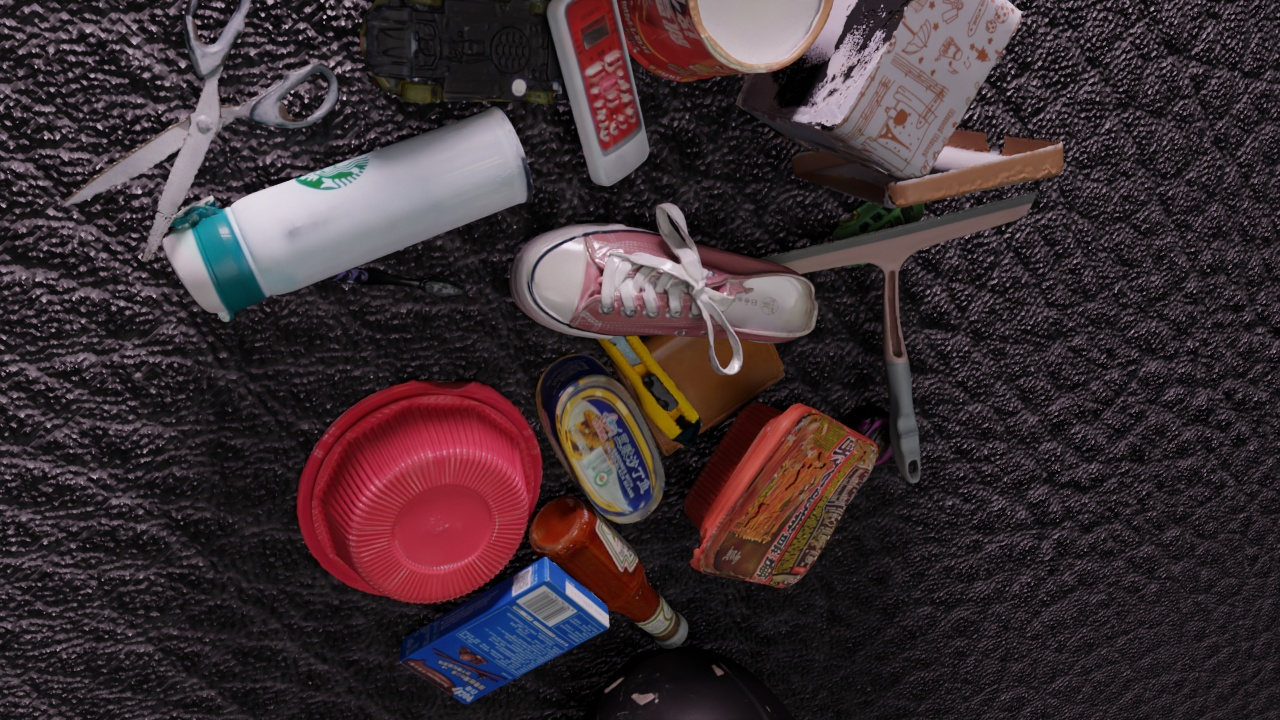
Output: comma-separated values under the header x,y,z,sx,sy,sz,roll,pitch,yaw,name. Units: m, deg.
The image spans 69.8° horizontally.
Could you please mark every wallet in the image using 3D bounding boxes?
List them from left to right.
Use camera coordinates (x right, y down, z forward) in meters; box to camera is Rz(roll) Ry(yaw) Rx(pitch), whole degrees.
x,y,z,sx,sy,sz,roll,pitch,yaw,name
0.055,0.014,0.775,0.130,0.035,0.119,-33,121,-8,wallet

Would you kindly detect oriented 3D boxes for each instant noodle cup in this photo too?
x,y,z,sx,sy,sz,roll,pitch,yaw,name
-0.158,0.112,0.699,0.193,0.066,0.194,-9,114,-22,instant noodle cup
0.055,-0.254,0.615,0.137,0.108,0.138,-10,115,-21,instant noodle cup
0.114,0.112,0.802,0.188,0.079,0.164,26,99,-52,instant noodle cup

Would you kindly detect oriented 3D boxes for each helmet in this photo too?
x,y,z,sx,sy,sz,roll,pitch,yaw,name
0.045,0.386,0.800,0.233,0.274,0.230,-32,94,4,helmet

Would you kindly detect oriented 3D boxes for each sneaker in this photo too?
x,y,z,sx,sy,sz,roll,pitch,yaw,name
0.027,-0.053,0.676,0.241,0.088,0.118,7,90,-14,sneaker

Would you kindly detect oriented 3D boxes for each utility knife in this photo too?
x,y,z,sx,sy,sz,roll,pitch,yaw,name
-0.004,0.004,0.727,0.033,0.015,0.164,-40,103,-8,utility knife

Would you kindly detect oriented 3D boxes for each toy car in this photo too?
x,y,z,sx,sy,sz,roll,pitch,yaw,name
-0.103,-0.203,0.599,0.157,0.042,0.070,-7,114,-34,toy car
0.208,-0.117,0.791,0.091,0.036,0.043,-39,121,-10,toy car

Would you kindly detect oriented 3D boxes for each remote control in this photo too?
x,y,z,sx,sy,sz,roll,pitch,yaw,name
-0.027,-0.190,0.637,0.055,0.020,0.136,-43,135,-32,remote control

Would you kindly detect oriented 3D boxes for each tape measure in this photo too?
x,y,z,sx,sy,sz,roll,pitch,yaw,name
0.220,0.073,0.875,0.057,0.039,0.058,18,103,-30,tape measure

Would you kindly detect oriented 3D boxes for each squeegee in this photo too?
x,y,z,sx,sy,sz,roll,pitch,yaw,name
0.227,-0.005,0.809,0.247,0.040,0.250,-14,113,-6,squeegee

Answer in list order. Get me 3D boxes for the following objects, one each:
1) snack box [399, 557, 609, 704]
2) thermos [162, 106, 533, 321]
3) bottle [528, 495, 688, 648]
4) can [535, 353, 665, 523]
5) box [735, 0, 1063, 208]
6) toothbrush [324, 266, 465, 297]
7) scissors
x,y,z,sx,sy,sz,roll,pitch,yaw,name
-0.113,0.227,0.761,0.157,0.026,0.084,-32,124,16,snack box
-0.185,-0.097,0.590,0.224,0.073,0.073,-24,120,-16,thermos
-0.019,0.194,0.805,0.059,0.060,0.206,-42,127,-4,bottle
-0.031,0.066,0.748,0.074,0.049,0.148,-30,121,-12,can
0.194,-0.177,0.659,0.181,0.182,0.154,23,103,-24,box
-0.211,-0.060,0.628,0.188,0.017,0.014,7,102,-26,toothbrush
-0.252,-0.144,0.537,0.174,0.014,0.159,-15,101,-40,scissors
